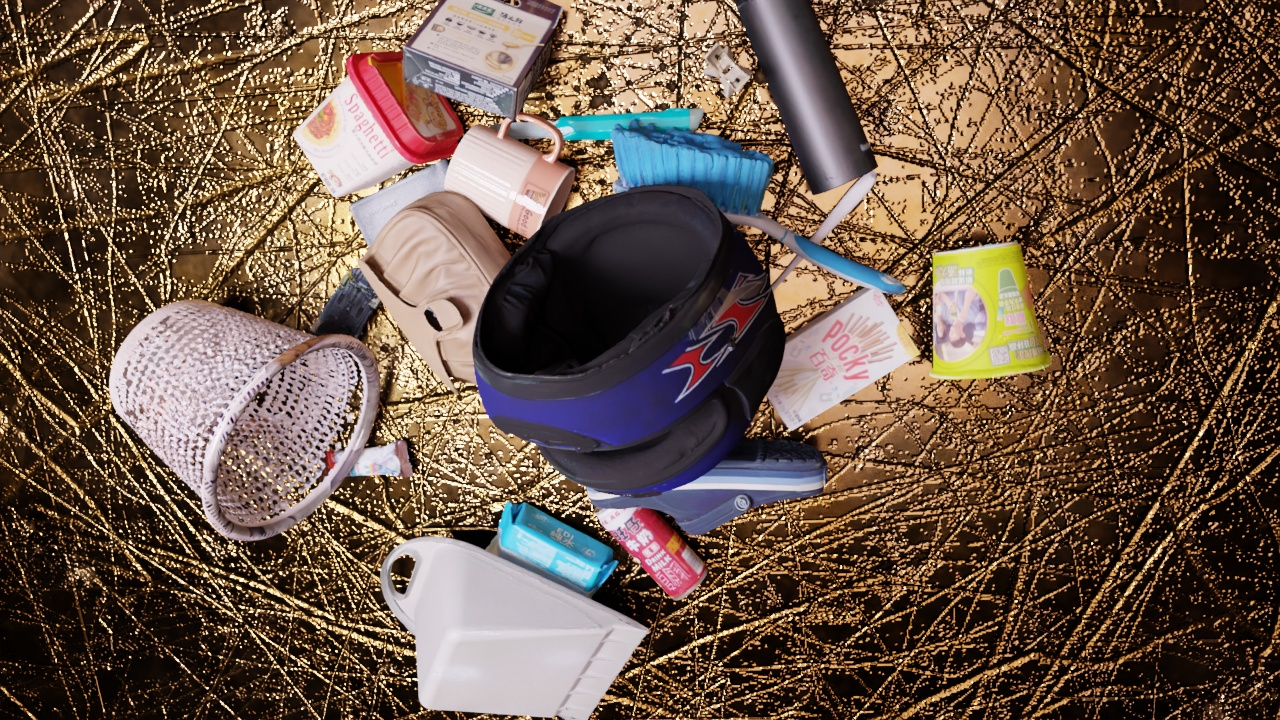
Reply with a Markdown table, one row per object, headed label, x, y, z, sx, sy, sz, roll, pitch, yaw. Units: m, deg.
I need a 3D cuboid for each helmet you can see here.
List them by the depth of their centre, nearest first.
| label | x | y | z | sx | sy | sz | roll | pitch | yaw |
| --- | --- | --- | --- | --- | --- | --- | --- | --- | --- |
| helmet | -0.005 | 0.005 | 0.836 | 0.248 | 0.314 | 0.241 | 7 | 132 | 26 |

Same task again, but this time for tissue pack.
| label | x | y | z | sx | sy | sz | roll | pitch | yaw |
| --- | --- | --- | --- | --- | --- | --- | --- | --- | --- |
| tissue pack | -0.104 | 0.224 | 1.020 | 0.140 | 0.063 | 0.090 | 27 | 109 | 0 |

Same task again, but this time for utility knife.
| label | x | y | z | sx | sy | sz | roll | pitch | yaw |
| --- | --- | --- | --- | --- | --- | --- | --- | --- | --- |
| utility knife | -0.045 | -0.237 | 0.928 | 0.219 | 0.013 | 0.029 | -1 | 105 | 4 |

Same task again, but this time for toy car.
| label | x | y | z | sx | sy | sz | roll | pitch | yaw |
| --- | --- | --- | --- | --- | --- | --- | --- | --- | --- |
| toy car | -0.315 | -0.052 | 0.991 | 0.049 | 0.031 | 0.106 | 37 | 105 | -2 |

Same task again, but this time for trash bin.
| label | x | y | z | sx | sy | sz | roll | pitch | yaw |
| --- | --- | --- | --- | --- | --- | --- | --- | --- | --- |
| trash bin | -0.415 | 0.041 | 0.939 | 0.192 | 0.227 | 0.228 | 26 | 105 | 18 |

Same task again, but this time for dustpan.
| label | x | y | z | sx | sy | sz | roll | pitch | yaw |
| --- | --- | --- | --- | --- | --- | --- | --- | --- | --- |
| dustpan | -0.159 | 0.291 | 1.027 | 0.257 | 0.142 | 0.223 | 8 | 133 | -22 |

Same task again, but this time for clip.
| label | x | y | z | sx | sy | sz | roll | pitch | yaw |
| --- | --- | --- | --- | --- | --- | --- | --- | --- | --- |
| clip | 0.083 | -0.272 | 0.862 | 0.035 | 0.100 | 0.074 | -43 | 95 | 12 |

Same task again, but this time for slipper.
| label | x | y | z | sx | sy | sz | roll | pitch | yaw |
| --- | --- | --- | --- | --- | --- | --- | --- | --- | --- |
| slipper | 0.068 | 0.131 | 0.961 | 0.253 | 0.105 | 0.095 | -3 | 100 | 0 |

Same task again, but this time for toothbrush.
| label | x | y | z | sx | sy | sz | roll | pitch | yaw |
| --- | --- | --- | --- | --- | --- | --- | --- | --- | --- |
| toothbrush | 0.177 | -0.120 | 0.932 | 0.016 | 0.016 | 0.180 | 39 | 104 | -6 |

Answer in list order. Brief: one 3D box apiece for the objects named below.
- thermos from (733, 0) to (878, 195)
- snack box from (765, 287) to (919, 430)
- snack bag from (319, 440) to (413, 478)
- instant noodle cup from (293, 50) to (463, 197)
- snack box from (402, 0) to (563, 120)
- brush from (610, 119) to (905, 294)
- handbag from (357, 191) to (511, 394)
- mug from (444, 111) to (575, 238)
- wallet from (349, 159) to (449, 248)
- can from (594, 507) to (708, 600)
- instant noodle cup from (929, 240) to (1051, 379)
| label | x | y | z | sx | sy | sz | roll | pitch | yaw |
| --- | --- | --- | --- | --- | --- | --- | --- | --- | --- |
| thermos | 0.141 | -0.277 | 0.863 | 0.069 | 0.089 | 0.242 | -18 | 103 | 41 |
| snack box | 0.199 | -0.003 | 0.954 | 0.157 | 0.026 | 0.084 | -33 | 98 | 13 |
| snack bag | -0.310 | 0.115 | 1.034 | 0.105 | 0.026 | 0.045 | -6 | 99 | 5 |
| instant noodle cup | -0.262 | -0.229 | 0.908 | 0.124 | 0.116 | 0.116 | -28 | 100 | 23 |
| snack box | -0.149 | -0.304 | 0.883 | 0.113 | 0.125 | 0.053 | 21 | 144 | 1 |
| brush | 0.118 | -0.150 | 0.903 | 0.314 | 0.060 | 0.110 | 15 | 121 | 8 |
| handbag | -0.190 | -0.059 | 0.924 | 0.148 | 0.099 | 0.204 | -21 | 111 | 33 |
| mug | -0.124 | -0.189 | 0.909 | 0.106 | 0.081 | 0.115 | 27 | 118 | 0 |
| wallet | -0.237 | -0.144 | 0.969 | 0.121 | 0.019 | 0.097 | -22 | 98 | 12 |
| can | 0.011 | 0.198 | 1.007 | 0.053 | 0.053 | 0.133 | -41 | 96 | 13 |
| instant noodle cup | 0.333 | -0.051 | 0.892 | 0.112 | 0.111 | 0.123 | -7 | 95 | 7 |
